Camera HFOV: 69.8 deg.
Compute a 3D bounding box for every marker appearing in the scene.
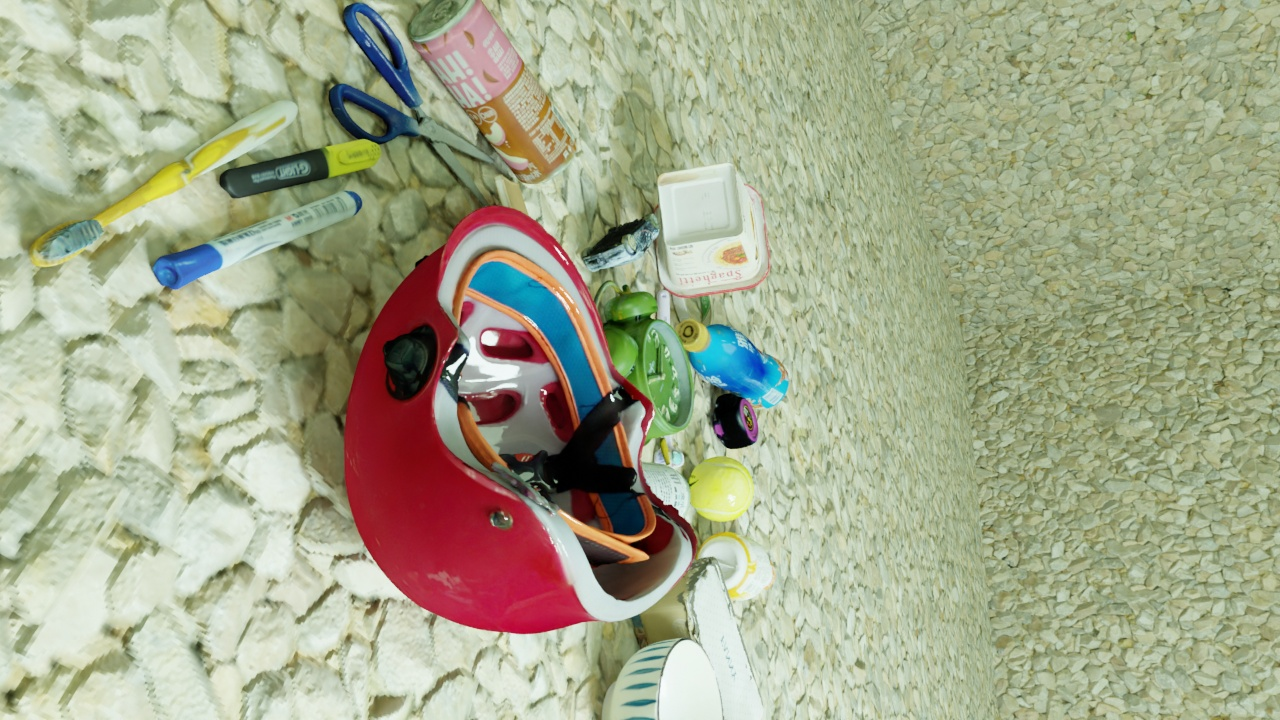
[{"bbox_3d":[-0.197,-0.068,0.491,0.145,0.017,0.017,-49,123,-59],"label":"marker"},{"bbox_3d":[-0.190,-0.111,0.524,0.123,0.015,0.018,-42,119,-60],"label":"marker"}]

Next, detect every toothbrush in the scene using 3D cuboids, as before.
[{"bbox_3d":[-0.221,-0.094,0.450,0.016,0.018,0.190,66,28,-26],"label":"toothbrush"},{"bbox_3d":[0.024,0.014,0.904,0.021,0.029,0.189,117,-26,-63],"label":"toothbrush"}]

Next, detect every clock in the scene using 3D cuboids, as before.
[{"bbox_3d":[-0.005,0.005,0.804,0.161,0.056,0.115,62,29,-29],"label":"clock"}]

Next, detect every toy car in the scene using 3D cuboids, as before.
[{"bbox_3d":[-0.015,-0.105,0.839,0.031,0.049,0.105,65,29,-15],"label":"toy car"}]

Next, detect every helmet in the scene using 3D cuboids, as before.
[{"bbox_3d":[-0.087,0.046,0.528,0.206,0.144,0.239,21,46,-61],"label":"helmet"}]

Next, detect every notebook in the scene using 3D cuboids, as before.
[{"bbox_3d":[-0.067,-0.033,0.681,0.147,0.008,0.208,-105,178,-81],"label":"notebook"}]

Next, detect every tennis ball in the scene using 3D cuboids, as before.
[{"bbox_3d":[0.079,0.127,0.910,0.065,0.066,0.065,37,47,-54],"label":"tennis ball"}]

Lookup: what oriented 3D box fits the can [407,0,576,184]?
[{"bbox_3d":[-0.106,-0.201,0.685,0.147,0.058,0.057,51,36,-43],"label":"can"}]

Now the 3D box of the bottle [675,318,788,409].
[{"bbox_3d":[0.098,0.001,1.006,0.218,0.065,0.065,28,54,-56],"label":"bottle"}]

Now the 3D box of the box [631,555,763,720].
[{"bbox_3d":[0.054,0.270,0.806,0.089,0.061,0.184,-35,112,-62],"label":"box"}]

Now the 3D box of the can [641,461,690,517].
[{"bbox_3d":[-0.014,0.109,0.737,0.146,0.058,0.058,18,63,-61],"label":"can"}]

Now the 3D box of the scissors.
[{"bbox_3d":[-0.154,-0.171,0.630,0.163,0.012,0.161,-37,113,-64],"label":"scissors"}]

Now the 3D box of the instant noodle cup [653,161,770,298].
[{"bbox_3d":[0.066,-0.133,0.915,0.124,0.116,0.116,45,38,-74],"label":"instant noodle cup"}]

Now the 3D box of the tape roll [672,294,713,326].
[{"bbox_3d":[0.058,-0.069,1.013,0.085,0.014,0.085,37,47,-54],"label":"tape roll"}]

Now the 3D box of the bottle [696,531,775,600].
[{"bbox_3d":[0.101,0.209,0.920,0.108,0.063,0.063,31,52,-56],"label":"bottle"}]

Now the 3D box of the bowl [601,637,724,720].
[{"bbox_3d":[0.012,0.276,0.707,0.116,0.066,0.116,39,44,-53],"label":"bowl"}]

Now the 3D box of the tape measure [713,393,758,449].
[{"bbox_3d":[0.104,0.069,1.018,0.057,0.039,0.057,26,51,-58],"label":"tape measure"}]
